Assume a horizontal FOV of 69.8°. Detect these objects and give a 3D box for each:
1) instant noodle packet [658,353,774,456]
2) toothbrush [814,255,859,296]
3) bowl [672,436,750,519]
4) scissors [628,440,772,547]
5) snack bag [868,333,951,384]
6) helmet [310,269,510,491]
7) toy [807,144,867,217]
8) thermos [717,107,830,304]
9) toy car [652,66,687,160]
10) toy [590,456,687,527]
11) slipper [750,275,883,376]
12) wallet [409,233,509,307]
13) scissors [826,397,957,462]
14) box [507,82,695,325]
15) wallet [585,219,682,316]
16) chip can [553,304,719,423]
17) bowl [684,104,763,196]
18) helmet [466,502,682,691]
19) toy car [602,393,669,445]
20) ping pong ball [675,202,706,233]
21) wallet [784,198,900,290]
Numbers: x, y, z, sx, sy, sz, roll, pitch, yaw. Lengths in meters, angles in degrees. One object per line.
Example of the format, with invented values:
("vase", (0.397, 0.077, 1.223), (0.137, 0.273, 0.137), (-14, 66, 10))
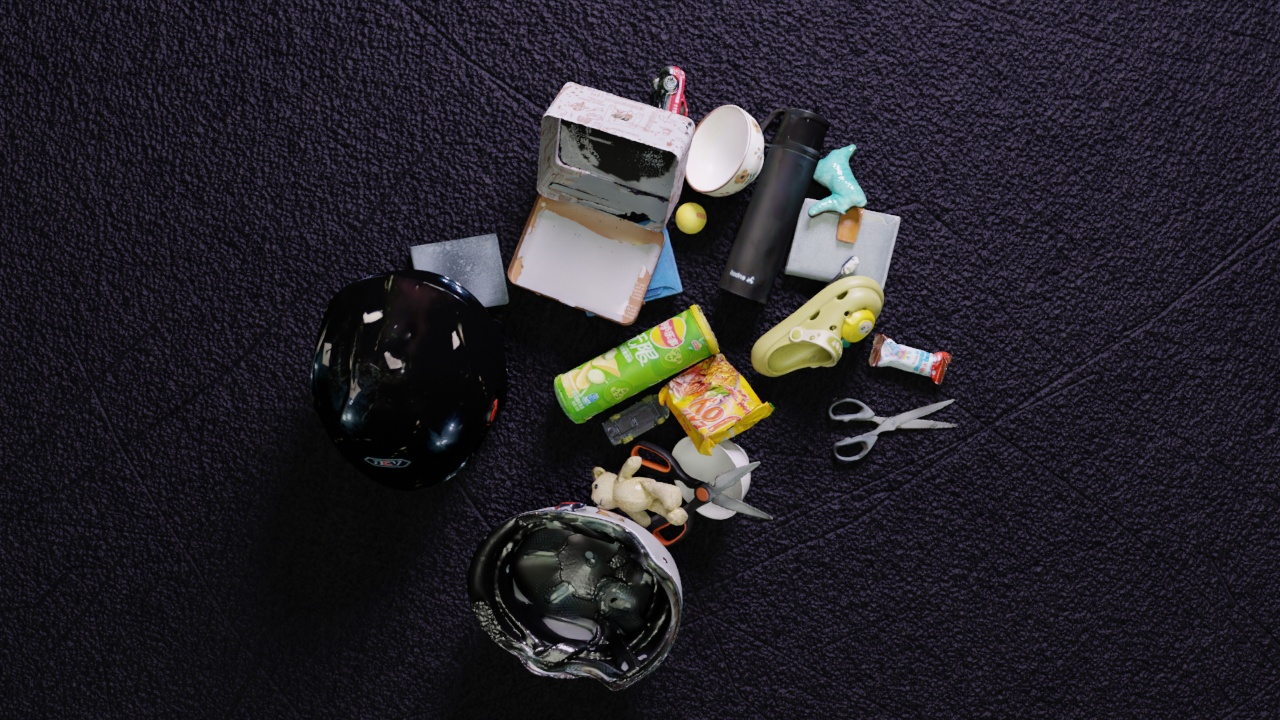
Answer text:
("instant noodle packet", (0.094, 0.054, 1.177), (0.110, 0.128, 0.044), (-32, 135, -7))
("toothbrush", (0.218, -0.068, 1.196), (0.015, 0.018, 0.181), (38, 111, -13))
("bowl", (0.105, 0.143, 1.214), (0.118, 0.064, 0.118), (20, 122, 36))
("scissors", (0.069, 0.176, 1.199), (0.221, 0.021, 0.225), (35, 125, 26))
("snack bag", (0.355, -0.002, 1.211), (0.105, 0.026, 0.045), (15, 101, 2))
("helmet", (-0.290, 0.017, 1.136), (0.233, 0.230, 0.274), (3, 75, 3))
("toy", (0.249, -0.223, 1.169), (0.096, 0.030, 0.092), (-27, 67, 4))
("thermos", (0.163, -0.200, 1.179), (0.090, 0.068, 0.242), (23, 97, 32))
("toy car", (0.035, -0.312, 1.169), (0.045, 0.053, 0.120), (4, 105, -20))
("toy", (-0.003, 0.180, 1.201), (0.157, 0.066, 0.105), (6, 121, 43))
("slipper", (0.234, -0.027, 1.175), (0.191, 0.081, 0.091), (-33, 140, 13))
("wallet", (-0.241, -0.113, 1.226), (0.121, 0.019, 0.097), (-8, 100, 2))
("scissors", (0.332, 0.087, 1.233), (0.163, 0.014, 0.166), (33, 96, -5))
("box", (-0.049, -0.195, 1.151), (0.179, 0.130, 0.273), (19, 113, 6))
("wallet", (-0.020, -0.122, 1.206), (0.133, 0.040, 0.106), (-14, 92, 4))
("chip can", (-0.007, 0.007, 1.204), (0.221, 0.072, 0.072), (-27, 96, 6))
("bowl", (0.115, -0.257, 1.157), (0.062, 0.113, 0.113), (14, 100, -40))
("helmet", (-0.071, 0.289, 1.204), (0.274, 0.156, 0.230), (13, 101, 11))
("toy car", (-0.005, 0.078, 1.232), (0.090, 0.035, 0.042), (-29, 97, 0))
("ping pong ball", (0.065, -0.184, 1.190), (0.040, 0.040, 0.040), (0, 98, 2))
("wallet", (0.263, -0.151, 1.189), (0.130, 0.037, 0.106), (12, 99, 0))
